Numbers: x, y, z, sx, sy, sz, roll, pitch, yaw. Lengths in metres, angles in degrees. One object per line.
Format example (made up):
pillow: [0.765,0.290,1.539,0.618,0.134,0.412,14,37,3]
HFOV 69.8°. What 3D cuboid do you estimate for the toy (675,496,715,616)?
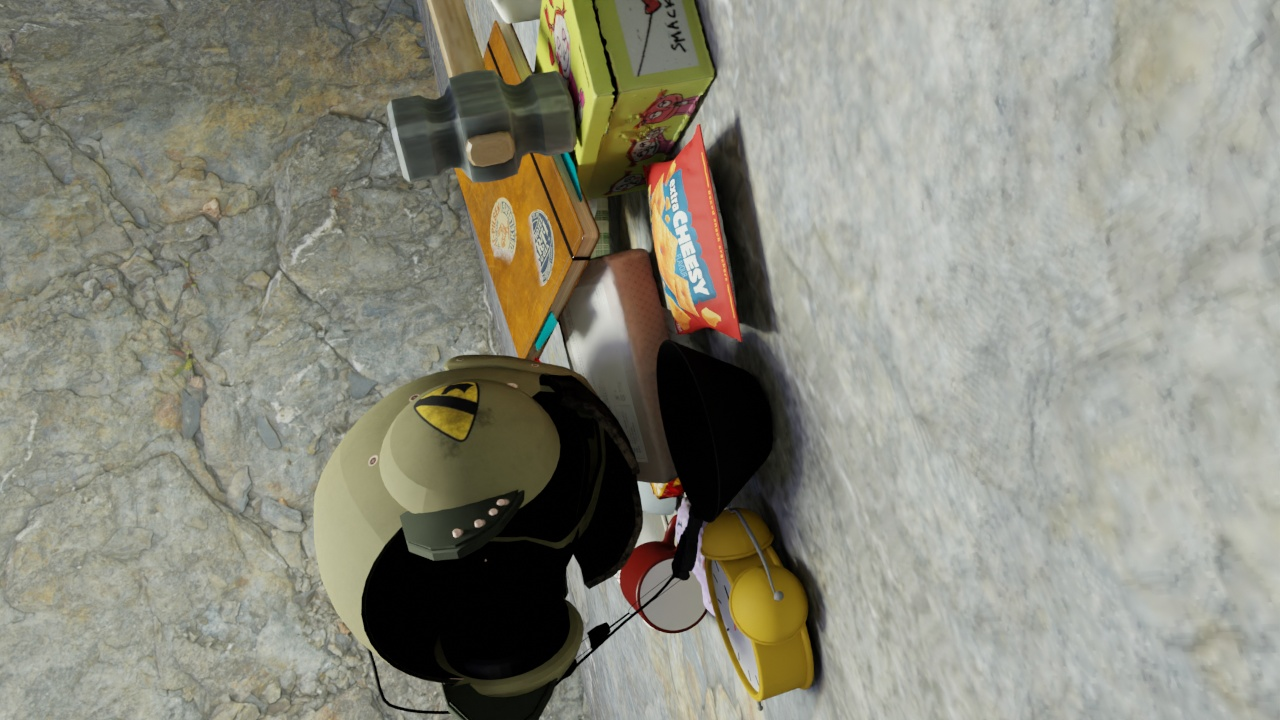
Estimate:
toy: [0.056,0.171,0.783,0.099,0.036,0.080,-124,24,-55]

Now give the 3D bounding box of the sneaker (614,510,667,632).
sneaker: [-0.027,0.189,1.009,0.090,0.104,0.236,177,80,-78]

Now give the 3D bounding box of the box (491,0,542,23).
box: [-0.090,-0.357,0.737,0.130,0.102,0.110,59,160,29]

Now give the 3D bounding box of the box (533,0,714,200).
box: [-0.024,-0.202,0.662,0.221,0.082,0.124,150,106,-76]

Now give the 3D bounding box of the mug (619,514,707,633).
mug: [0.028,0.202,0.889,0.082,0.073,0.105,171,116,-78]

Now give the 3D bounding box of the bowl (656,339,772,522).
bowl: [0.055,0.042,0.615,0.124,0.052,0.124,167,91,-78]

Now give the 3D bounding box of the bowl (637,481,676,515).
bowl: [0.003,0.106,0.926,0.106,0.039,0.106,171,91,-79]

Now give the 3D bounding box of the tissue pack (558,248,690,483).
tissue pack: [-0.005,0.004,0.730,0.104,0.071,0.181,-6,98,51]

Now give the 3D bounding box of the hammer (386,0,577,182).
hammer: [-0.141,-0.250,0.695,0.051,0.117,0.322,88,166,-49]

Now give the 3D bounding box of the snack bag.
snack bag: [0.034,-0.079,0.617,0.144,0.039,0.131,-169,66,-76]

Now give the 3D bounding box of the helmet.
helmet: [-0.098,0.106,0.653,0.233,0.255,0.251,-127,27,-52]

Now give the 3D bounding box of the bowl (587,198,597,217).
bowl: [-0.088,-0.144,0.814,0.116,0.065,0.116,13,106,53]

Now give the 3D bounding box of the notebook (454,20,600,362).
notebook: [-0.096,-0.133,0.735,0.179,0.014,0.249,-57,47,47]

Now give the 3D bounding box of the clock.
clock: [0.080,0.171,0.645,0.113,0.052,0.152,-118,15,-50]

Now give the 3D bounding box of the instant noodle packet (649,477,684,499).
instant noodle packet: [0.023,0.065,0.816,0.136,0.039,0.098,106,148,-67]

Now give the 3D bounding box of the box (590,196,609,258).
box: [-0.066,-0.149,0.912,0.118,0.050,0.205,-148,56,-72]
